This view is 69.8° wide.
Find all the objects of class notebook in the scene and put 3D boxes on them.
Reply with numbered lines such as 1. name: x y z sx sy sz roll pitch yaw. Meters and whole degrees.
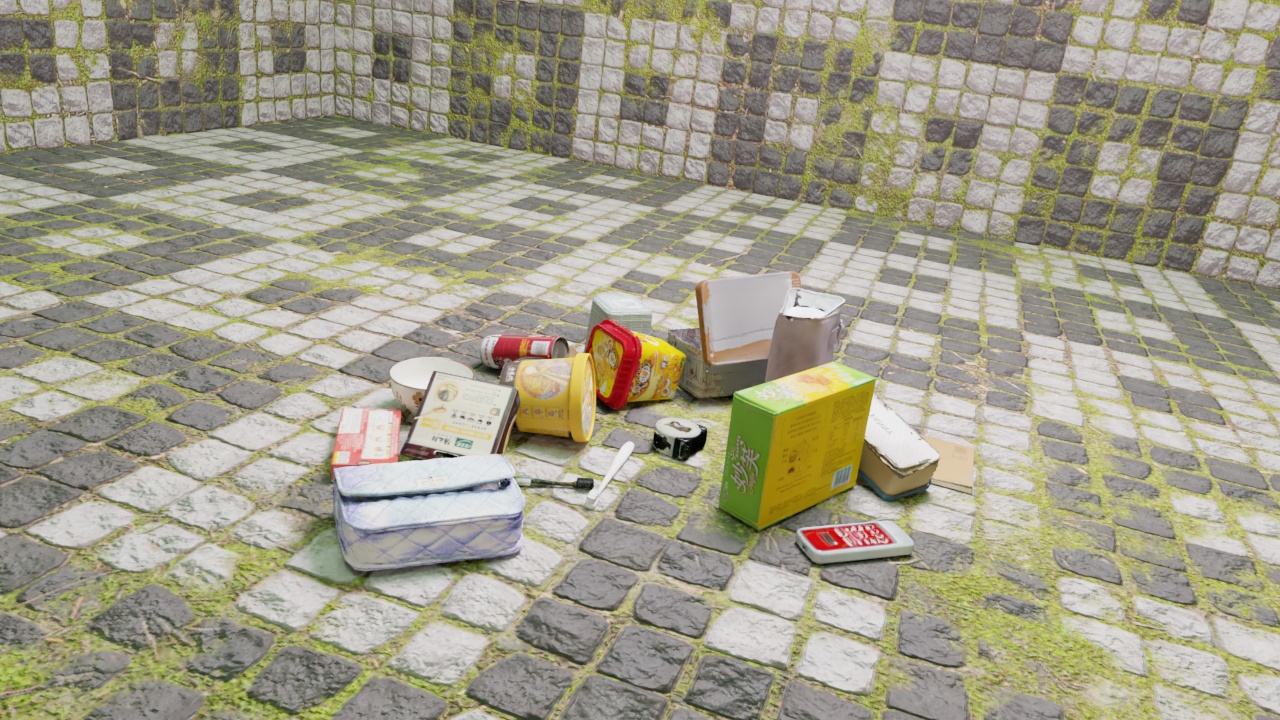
1. notebook: 0.371 0.128 1.320 0.212 0.012 0.149 14 22 16

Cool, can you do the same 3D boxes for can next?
1. can: -0.178 -0.012 1.403 0.133 0.053 0.053 2 17 26

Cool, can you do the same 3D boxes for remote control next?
1. remote control: 0.249 0.209 1.063 0.135 0.020 0.056 -1 22 -19

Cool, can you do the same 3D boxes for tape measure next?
1. tape measure: 0.050 0.104 1.246 0.066 0.034 0.065 18 22 25

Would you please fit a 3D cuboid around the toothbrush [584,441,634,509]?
1. toothbrush: -0.036 0.138 1.155 0.016 0.016 0.179 14 22 11

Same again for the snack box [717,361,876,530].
1. snack box: 0.195 0.100 1.132 0.209 0.158 0.070 -14 28 -42

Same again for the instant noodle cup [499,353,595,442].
1. instant noodle cup: -0.124 0.049 1.229 0.114 0.118 0.118 1 21 7

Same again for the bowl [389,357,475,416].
1. bowl: -0.284 0.044 1.251 0.113 0.062 0.113 6 20 -2

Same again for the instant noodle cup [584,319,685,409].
1. instant noodle cup: -0.008 0.008 1.379 0.123 0.116 0.116 5 19 -36

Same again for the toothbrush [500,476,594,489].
1. toothbrush: -0.148 0.144 1.105 0.185 0.017 0.012 4 59 -8

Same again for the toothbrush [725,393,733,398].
1. toothbrush: 0.223 0.060 1.439 0.181 0.018 0.015 3 25 -6

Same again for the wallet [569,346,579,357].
1. wallet: -0.128 0.009 1.450 0.101 0.020 0.115 -7 28 -31

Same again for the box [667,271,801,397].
1. box: 0.146 -0.053 1.440 0.182 0.193 0.157 -5 18 -26

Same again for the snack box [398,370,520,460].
1. snack box: -0.221 0.082 1.137 0.113 0.053 0.125 11 61 6

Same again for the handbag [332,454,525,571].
1. handbag: -0.222 0.153 0.976 0.193 0.076 0.134 -2 23 -25

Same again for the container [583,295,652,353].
1. container: -0.036 -0.042 1.481 0.089 0.112 0.090 -3 24 -24

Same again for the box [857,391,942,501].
1. box: 0.319 0.110 1.233 0.089 0.060 0.184 -11 43 -26

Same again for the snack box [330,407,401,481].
1. snack box: -0.337 0.102 1.135 0.075 0.025 0.152 3 22 -14

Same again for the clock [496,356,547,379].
1. clock: -0.141 0.036 1.327 0.122 0.055 0.081 13 22 10

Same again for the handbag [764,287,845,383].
1. handbag: 0.231 0.009 1.321 0.098 0.197 0.144 14 23 18
